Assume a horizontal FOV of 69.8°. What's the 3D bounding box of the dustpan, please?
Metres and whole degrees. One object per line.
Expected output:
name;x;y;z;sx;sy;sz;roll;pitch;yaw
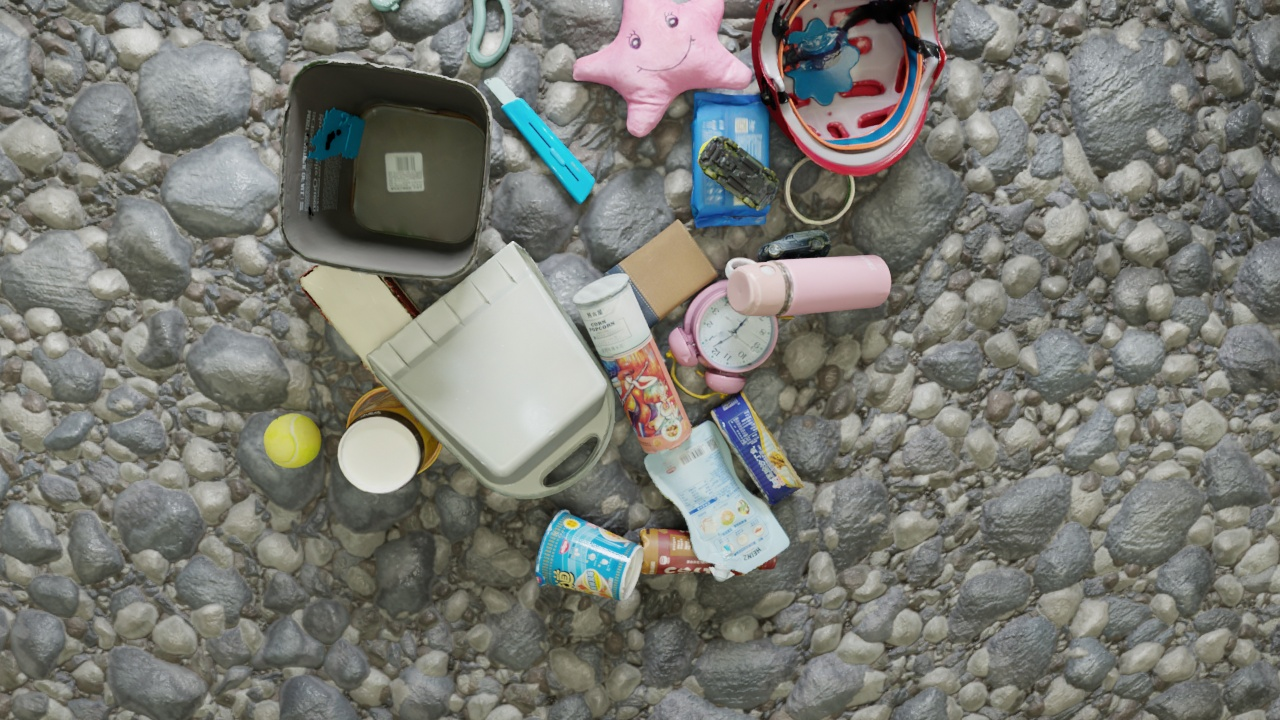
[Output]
dustpan;-0.151;0.038;1.101;0.222;0.143;0.257;-40;85;-11

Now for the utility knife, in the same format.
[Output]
utility knife;-0.118;-0.263;1.081;0.034;0.018;0.179;-41;100;4

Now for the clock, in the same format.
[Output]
clock;0.101;-0.024;1.124;0.117;0.059;0.158;39;97;-10

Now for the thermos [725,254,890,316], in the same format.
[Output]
thermos;0.194;-0.094;1.087;0.198;0.087;0.067;-6;134;-25

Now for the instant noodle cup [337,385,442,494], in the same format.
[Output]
instant noodle cup;-0.299;0.097;1.089;0.118;0.114;0.118;-1;102;-4

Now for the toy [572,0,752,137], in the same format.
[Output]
toy;0.015;-0.356;1.045;0.195;0.074;0.178;-22;88;5

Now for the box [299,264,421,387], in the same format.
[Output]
box;-0.316;-0.052;1.077;0.091;0.077;0.168;-37;101;2

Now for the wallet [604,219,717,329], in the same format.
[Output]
wallet;0.025;-0.103;1.118;0.115;0.033;0.090;-38;104;2

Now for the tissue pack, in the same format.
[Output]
tissue pack;0.105;-0.237;1.086;0.095;0.052;0.157;-3;101;-6

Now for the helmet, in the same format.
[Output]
helmet;0.219;-0.337;1.032;0.207;0.144;0.240;-14;114;-8

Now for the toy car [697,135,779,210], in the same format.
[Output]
toy car;0.111;-0.214;1.048;0.105;0.032;0.048;31;96;-23

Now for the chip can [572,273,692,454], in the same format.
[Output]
chip can;-0.007;0.006;1.101;0.071;0.071;0.215;-24;112;0

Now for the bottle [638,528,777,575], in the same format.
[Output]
bottle;0.086;0.247;1.178;0.175;0.057;0.057;2;101;-5

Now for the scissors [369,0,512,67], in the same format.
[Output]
scissors;-0.211;-0.409;1.045;0.170;0.019;0.179;-28;101;0

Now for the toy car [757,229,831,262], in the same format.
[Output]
toy car;0.187;-0.135;1.119;0.090;0.043;0.034;-12;67;-3

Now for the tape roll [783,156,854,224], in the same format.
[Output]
tape roll;0.218;-0.209;1.120;0.086;0.014;0.086;-1;101;-4

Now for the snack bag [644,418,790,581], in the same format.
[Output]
snack bag;0.094;0.177;1.146;0.110;0.039;0.191;-29;84;-17

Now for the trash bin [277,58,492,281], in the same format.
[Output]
trash bin;-0.256;-0.200;0.980;0.198;0.219;0.199;7;101;-7

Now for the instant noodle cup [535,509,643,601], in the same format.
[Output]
instant noodle cup;-0.058;0.247;1.128;0.110;0.099;0.099;15;100;16

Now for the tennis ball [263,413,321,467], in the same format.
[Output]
tennis ball;-0.418;0.096;1.104;0.065;0.065;0.065;-1;101;-5

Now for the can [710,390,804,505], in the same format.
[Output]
can;0.146;0.110;1.148;0.049;0.074;0.148;-33;101;6
